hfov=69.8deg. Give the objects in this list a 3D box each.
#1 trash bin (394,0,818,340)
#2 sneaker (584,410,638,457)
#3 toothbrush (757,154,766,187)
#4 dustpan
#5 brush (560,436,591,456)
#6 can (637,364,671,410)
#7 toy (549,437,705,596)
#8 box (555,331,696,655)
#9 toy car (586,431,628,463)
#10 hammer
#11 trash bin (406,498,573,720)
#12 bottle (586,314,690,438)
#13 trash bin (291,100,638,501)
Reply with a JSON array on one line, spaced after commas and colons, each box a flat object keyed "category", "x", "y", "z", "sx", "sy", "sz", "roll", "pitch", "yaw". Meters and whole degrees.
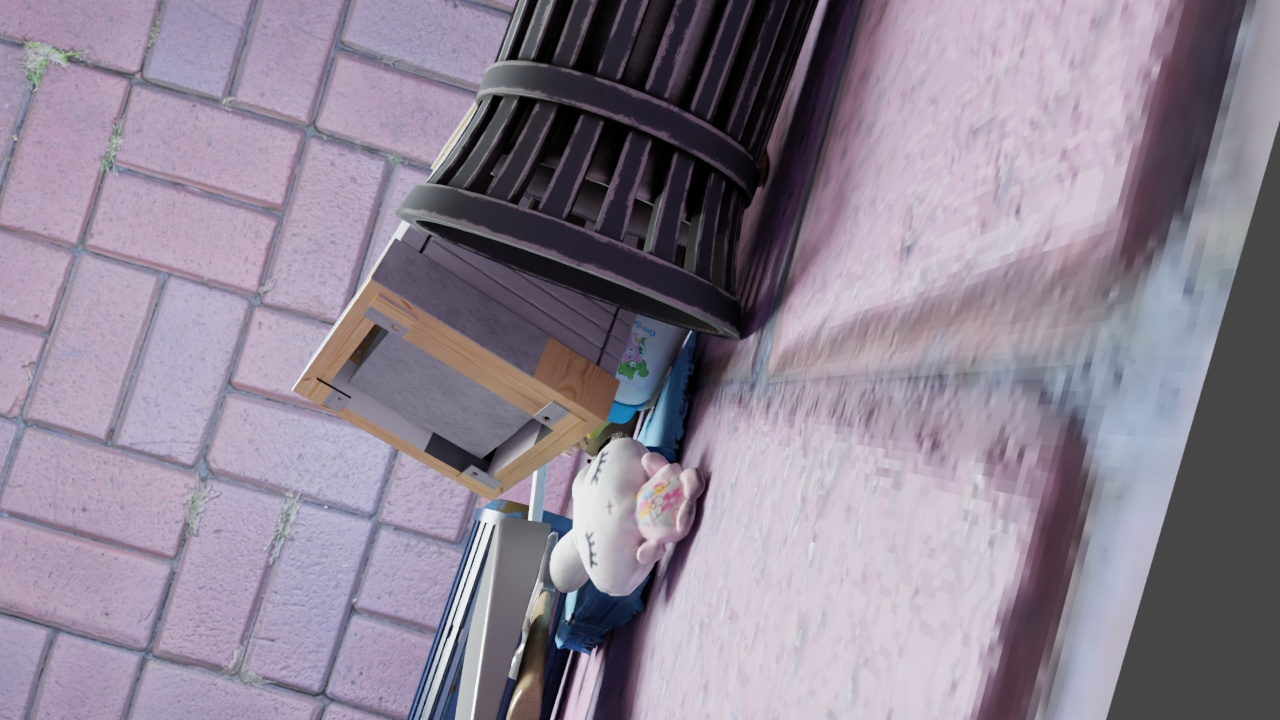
[{"category": "trash bin", "x": 0.006, "y": -0.144, "z": 0.424, "sx": 0.164, "sy": 0.164, "sz": 0.227, "roll": -168, "pitch": 97, "yaw": -87}, {"category": "sneaker", "x": -0.055, "y": -0.019, "z": 0.936, "sx": 0.101, "sy": 0.143, "sz": 0.238, "roll": -81, "pitch": 8, "yaw": -71}, {"category": "toothbrush", "x": 0.068, "y": -0.141, "z": 0.562, "sx": 0.166, "sy": 0.016, "sz": 0.016, "roll": -78, "pitch": 3, "yaw": -58}, {"category": "dustpan", "x": -0.082, "y": 0.155, "z": 0.553, "sx": 0.257, "sy": 0.033, "sz": 0.164, "roll": -89, "pitch": 14, "yaw": -46}, {"category": "brush", "x": -0.070, "y": -0.045, "z": 0.833, "sx": 0.083, "sy": 0.057, "sz": 0.271, "roll": -28, "pitch": -56, "yaw": -65}, {"category": "can", "x": -0.004, "y": 0.004, "z": 0.743, "sx": 0.135, "sy": 0.054, "sz": 0.054, "roll": -101, "pitch": 27, "yaw": -84}, {"category": "toy", "x": -0.011, "y": 0.075, "z": 0.444, "sx": 0.126, "sy": 0.037, "sz": 0.075, "roll": -26, "pitch": 50, "yaw": 60}, {"category": "box", "x": -0.009, "y": 0.097, "z": 0.612, "sx": 0.232, "sy": 0.033, "sz": 0.174, "roll": 112, "pitch": 176, "yaw": -63}, {"category": "toy car", "x": -0.035, "y": 0.111, "z": 0.856, "sx": 0.113, "sy": 0.040, "sz": 0.048, "roll": 108, "pitch": 177, "yaw": -45}, {"category": "hammer", "x": -0.068, "y": 0.178, "z": 0.579, "sx": 0.331, "sy": 0.031, "sz": 0.119, "roll": 113, "pitch": 173, "yaw": -84}, {"category": "trash bin", "x": -0.128, "y": 0.263, "z": 0.854, "sx": 0.139, "sy": 0.139, "sz": 0.249, "roll": 118, "pitch": 170, "yaw": -75}, {"category": "bottle", "x": -0.006, "y": -0.001, "z": 0.638, "sx": 0.146, "sy": 0.051, "sz": 0.051, "roll": -61, "pitch": 9, "yaw": 27}, {"category": "trash bin", "x": -0.084, "y": -0.065, "z": 0.596, "sx": 0.143, "sy": 0.142, "sz": 0.246, "roll": -37, "pitch": 27, "yaw": 47}]
